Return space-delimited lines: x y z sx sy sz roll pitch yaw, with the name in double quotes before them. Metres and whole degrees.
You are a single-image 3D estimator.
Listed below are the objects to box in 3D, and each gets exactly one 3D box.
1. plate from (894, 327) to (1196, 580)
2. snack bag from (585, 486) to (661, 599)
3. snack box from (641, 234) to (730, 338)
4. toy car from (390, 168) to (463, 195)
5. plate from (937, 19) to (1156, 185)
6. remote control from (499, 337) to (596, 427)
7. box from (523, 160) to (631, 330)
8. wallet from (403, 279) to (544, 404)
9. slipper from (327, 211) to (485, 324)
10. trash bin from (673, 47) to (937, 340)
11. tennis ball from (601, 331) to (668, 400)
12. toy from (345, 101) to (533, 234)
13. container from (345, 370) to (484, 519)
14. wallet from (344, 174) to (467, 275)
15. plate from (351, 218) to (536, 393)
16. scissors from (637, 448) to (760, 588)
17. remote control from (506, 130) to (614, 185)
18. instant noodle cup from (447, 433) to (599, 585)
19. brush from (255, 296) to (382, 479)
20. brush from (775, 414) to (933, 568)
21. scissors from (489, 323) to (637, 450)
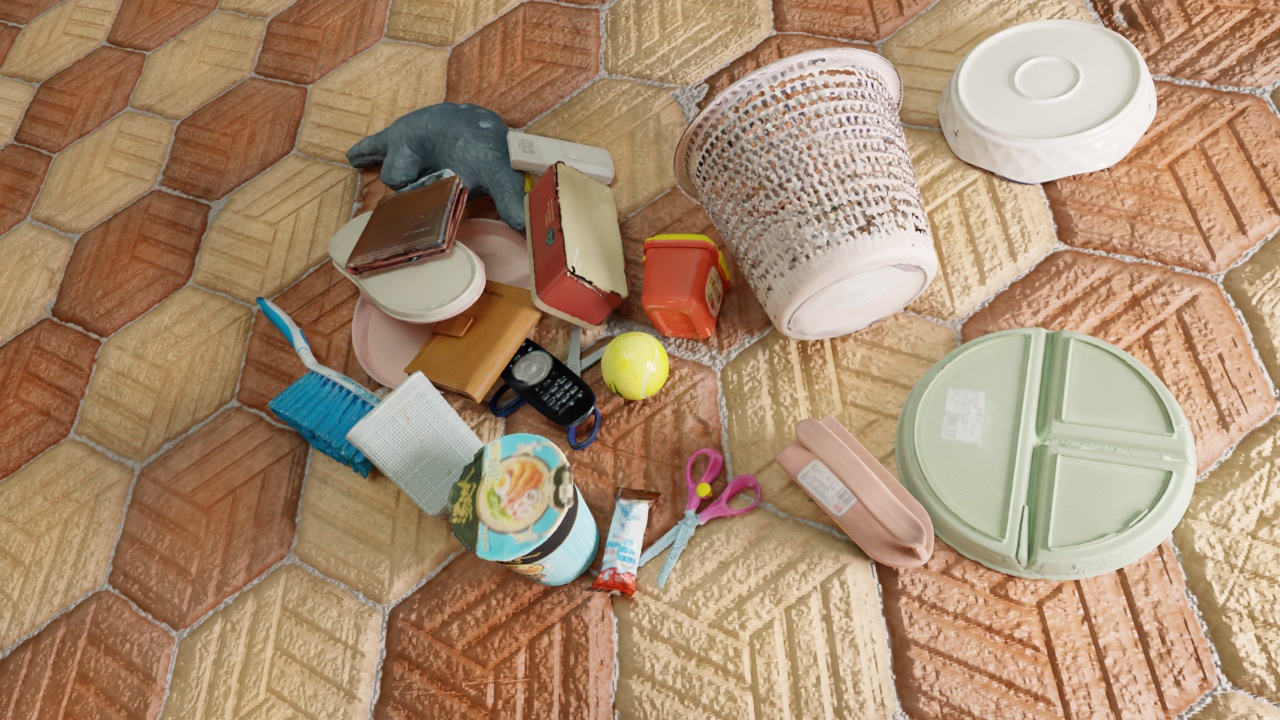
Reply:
"plate" 0.327 0.066 0.754 0.230 0.027 0.229 -9 56 13
"snack bag" -0.014 0.159 0.807 0.048 0.026 0.104 2 60 27
"snack box" 0.040 -0.070 0.899 0.082 0.091 0.080 4 67 21
"toy car" -0.240 -0.184 1.024 0.091 0.043 0.034 -18 52 26
"plate" 0.410 -0.271 0.930 0.205 0.045 0.204 -9 56 13
"remote control" -0.094 0.023 0.906 0.053 0.024 0.136 -45 56 -12
"box" -0.061 -0.125 0.950 0.077 0.091 0.168 -40 44 35
"wallet" -0.167 -0.024 0.932 0.108 0.031 0.131 17 62 35
"slipper" -0.254 -0.097 0.998 0.275 0.054 0.114 26 67 42
"trash bin" 0.164 -0.134 0.838 0.227 0.227 0.192 -20 67 5
"tennis ball" -0.005 0.005 0.879 0.065 0.065 0.065 -9 56 13
"toy" -0.228 -0.245 1.098 0.357 0.091 0.137 22 78 34
"container" -0.199 0.085 0.861 0.090 0.090 0.111 -43 86 -11
"wallet" -0.246 -0.141 0.970 0.125 0.032 0.101 -12 48 22
"plate" -0.209 -0.060 1.012 0.230 0.028 0.229 -8 58 13
"scissors" 0.053 0.144 0.804 0.094 0.017 0.137 19 71 26
"remote control" -0.090 -0.230 1.040 0.124 0.024 0.049 4 52 -24
"instant noodle cup" -0.089 0.139 0.789 0.111 0.120 0.111 -9 56 14
"brush" -0.364 0.019 1.002 0.315 0.060 0.109 24 63 31
"brush" 0.179 0.109 0.748 0.063 0.073 0.145 -37 57 -8
"scissors" -0.076 0.019 0.927 0.162 0.012 0.175 -16 53 8
